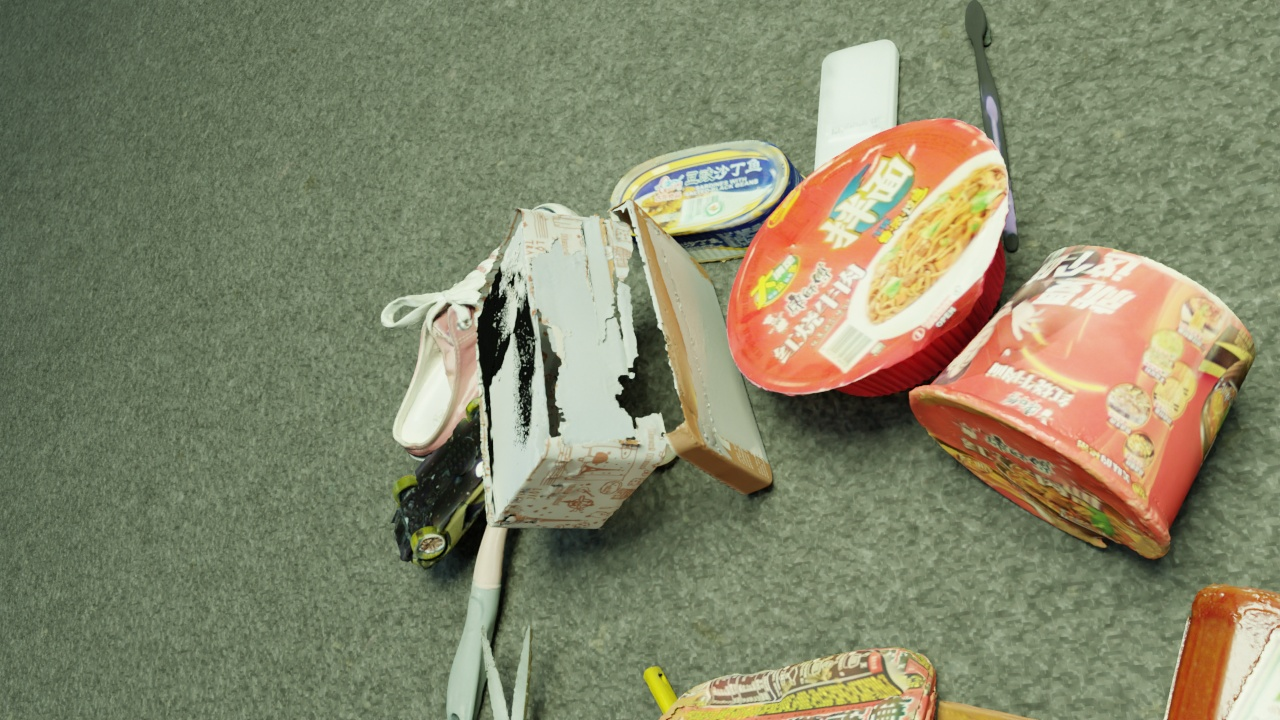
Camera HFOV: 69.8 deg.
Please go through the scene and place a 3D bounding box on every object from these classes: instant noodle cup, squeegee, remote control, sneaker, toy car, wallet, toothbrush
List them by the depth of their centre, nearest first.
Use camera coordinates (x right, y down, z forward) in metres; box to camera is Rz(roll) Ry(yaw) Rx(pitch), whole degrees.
[{"bbox_3d":[0.199,0.245,0.446,0.119,0.035,0.130,1,74,33],"label":"wallet"},{"bbox_3d":[0.224,0.015,0.464,0.138,0.138,0.108,33,83,37],"label":"instant noodle cup"},{"bbox_3d":[0.070,0.225,0.470,0.165,0.188,0.079,-19,91,27],"label":"instant noodle cup"},{"bbox_3d":[0.047,0.270,0.547,0.017,0.015,0.190,-45,54,18],"label":"toothbrush"},{"bbox_3d":[0.144,-0.049,0.553,0.194,0.066,0.193,-35,34,29],"label":"instant noodle cup"},{"bbox_3d":[0.231,-0.156,0.600,0.014,0.016,0.188,-17,65,40],"label":"toothbrush"},{"bbox_3d":[0.152,-0.162,0.646,0.056,0.020,0.135,-4,69,31],"label":"remote control"},{"bbox_3d":[-0.129,0.085,0.675,0.158,0.042,0.070,-48,43,12],"label":"toy car"},{"bbox_3d":[-0.107,0.157,0.679,0.248,0.040,0.249,6,76,34],"label":"squeegee"},{"bbox_3d":[-0.126,-0.034,0.725,0.118,0.088,0.240,22,75,36],"label":"sneaker"}]

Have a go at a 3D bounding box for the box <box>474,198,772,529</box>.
[{"bbox_3d":[-0.001,0.003,0.604,0.154,0.180,0.182,130,138,-51],"label":"box"}]

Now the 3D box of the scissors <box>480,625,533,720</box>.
[{"bbox_3d":[-0.087,0.271,0.612,0.159,0.014,0.175,41,110,33],"label":"scissors"}]

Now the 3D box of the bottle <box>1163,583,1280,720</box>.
[{"bbox_3d":[0.254,0.203,0.401,0.060,0.059,0.205,12,73,36],"label":"bottle"}]

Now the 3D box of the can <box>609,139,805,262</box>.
[{"bbox_3d":[0.050,-0.116,0.677,0.148,0.049,0.074,-3,70,33],"label":"can"}]
